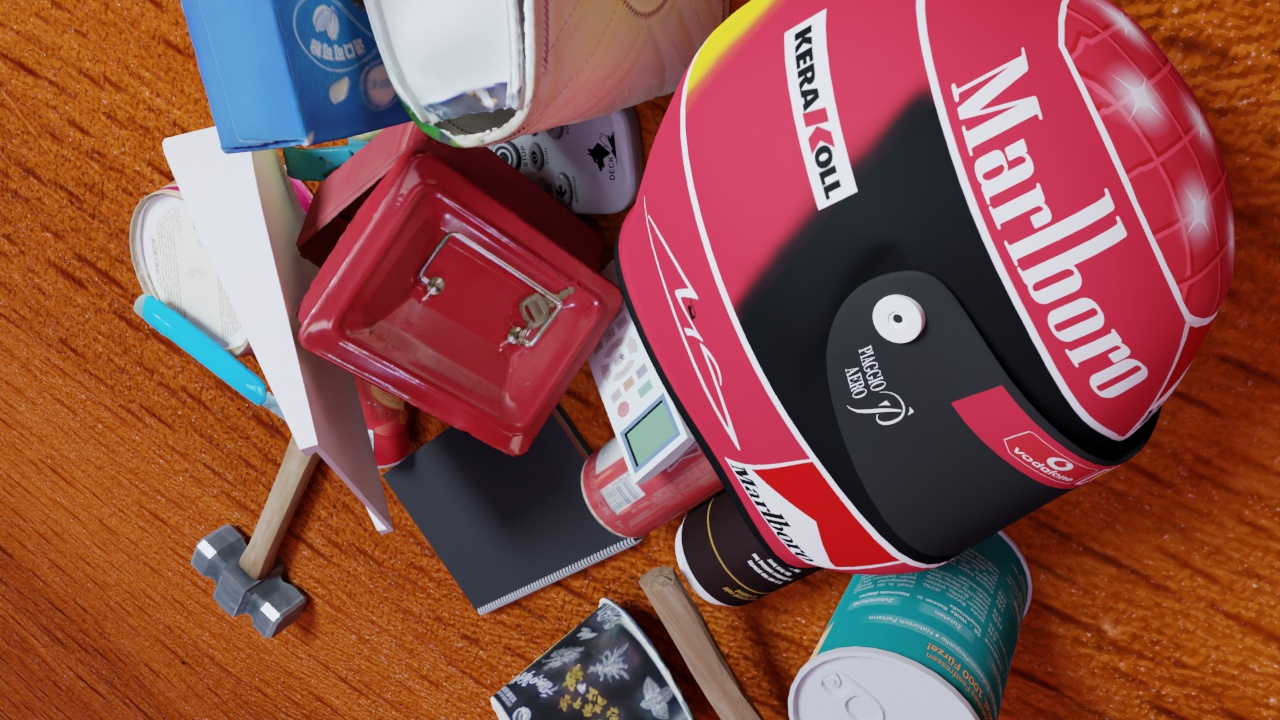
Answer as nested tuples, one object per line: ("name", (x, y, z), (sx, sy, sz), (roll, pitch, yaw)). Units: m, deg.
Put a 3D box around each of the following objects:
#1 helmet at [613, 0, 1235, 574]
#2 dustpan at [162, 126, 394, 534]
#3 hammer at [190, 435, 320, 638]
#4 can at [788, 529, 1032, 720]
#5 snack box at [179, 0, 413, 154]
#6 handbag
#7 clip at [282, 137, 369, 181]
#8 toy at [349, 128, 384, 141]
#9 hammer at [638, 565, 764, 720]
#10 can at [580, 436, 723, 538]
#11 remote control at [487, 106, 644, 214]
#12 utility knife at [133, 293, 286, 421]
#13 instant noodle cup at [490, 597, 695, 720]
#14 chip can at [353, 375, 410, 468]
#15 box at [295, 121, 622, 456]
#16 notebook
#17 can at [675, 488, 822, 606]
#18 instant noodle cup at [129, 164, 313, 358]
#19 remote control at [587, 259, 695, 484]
("helmet", (0.126, -0.041, 0.398), (0.225, 0.197, 0.271), (-21, 100, 44))
("dustpan", (-0.231, -0.026, 0.575), (0.192, 0.053, 0.257), (98, 153, -67))
("hammer", (-0.335, 0.134, 0.860), (0.117, 0.051, 0.324), (41, 124, 9))
("can", (0.154, 0.159, 0.510), (0.099, 0.143, 0.099), (13, 118, 26))
("snack box", (-0.116, -0.218, 0.435), (0.056, 0.238, 0.196), (5, 115, 26))
("handbag", (-0.032, -0.184, 0.428), (0.096, 0.198, 0.142), (-2, 112, 30))
("clip", (-0.174, -0.143, 0.633), (0.130, 0.120, 0.031), (3, 113, 13))
("toy", (-0.162, -0.216, 0.578), (0.155, 0.064, 0.171), (47, 121, 18))
("hammer", (0.085, 0.269, 0.631), (0.098, 0.052, 0.328), (-16, 114, 36))
("can", (0.033, 0.053, 0.582), (0.171, 0.067, 0.067), (-38, 90, 38))
("remote control", (-0.068, -0.131, 0.585), (0.151, 0.019, 0.074), (6, 115, 29))
("utility knife", (-0.316, 0.010, 0.710), (0.225, 0.015, 0.031), (35, 128, 16))
("instant noodle cup", (-0.036, 0.261, 0.662), (0.137, 0.112, 0.137), (50, 157, 29))
("chip can", (-0.202, -0.018, 0.700), (0.052, 0.051, 0.215), (21, 122, 22))
("box", (-0.114, -0.059, 0.562), (0.157, 0.156, 0.147), (36, 93, -33))
("notebook", (-0.108, 0.113, 0.729), (0.207, 0.016, 0.149), (-33, 92, 38))
("can", (0.086, 0.101, 0.570), (0.129, 0.071, 0.072), (-38, 90, 38))
("instant noodle cup", (-0.330, -0.076, 0.734), (0.179, 0.077, 0.179), (13, 118, 26))
("remote control", (-0.004, 0.003, 0.567), (0.050, 0.024, 0.143), (-44, 52, 31))
